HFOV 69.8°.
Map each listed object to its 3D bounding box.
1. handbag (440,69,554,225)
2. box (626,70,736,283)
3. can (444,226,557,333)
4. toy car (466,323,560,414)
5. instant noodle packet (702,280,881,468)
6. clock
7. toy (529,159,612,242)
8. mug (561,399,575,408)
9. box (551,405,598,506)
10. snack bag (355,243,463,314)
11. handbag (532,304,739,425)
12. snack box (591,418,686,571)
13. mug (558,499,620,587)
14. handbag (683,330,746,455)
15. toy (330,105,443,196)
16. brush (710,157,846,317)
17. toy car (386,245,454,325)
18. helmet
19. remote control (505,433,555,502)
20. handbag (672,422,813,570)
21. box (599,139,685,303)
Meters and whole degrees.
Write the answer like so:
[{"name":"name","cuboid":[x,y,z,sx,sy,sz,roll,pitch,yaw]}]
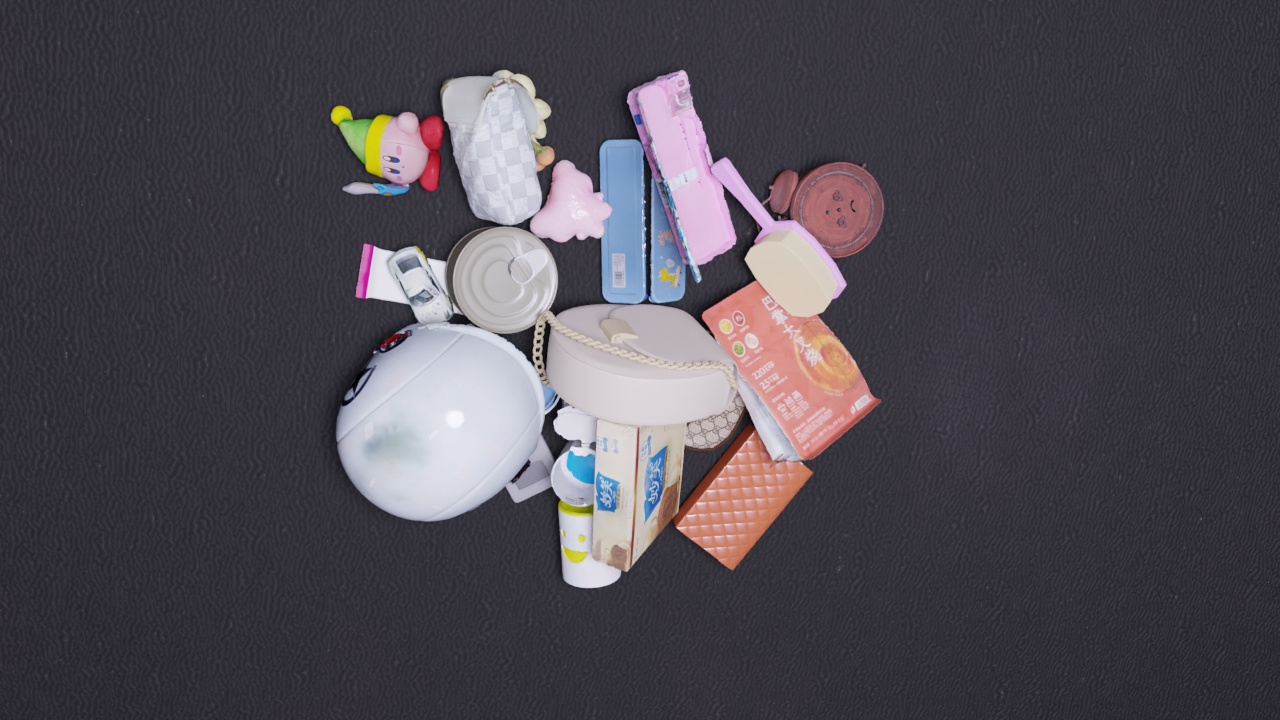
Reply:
[{"name":"handbag","cuboid":[-0.162,-0.254,1.098,0.123,0.113,0.172,-27,120,-35]},{"name":"box","cuboid":[0.041,-0.217,1.108,0.066,0.158,0.230,-8,115,30]},{"name":"can","cuboid":[-0.173,-0.101,1.128,0.127,0.073,0.128,-4,101,-21]},{"name":"toy car","cuboid":[-0.174,0.017,1.171,0.153,0.055,0.056,34,56,-2]},{"name":"instant noodle packet","cuboid":[0.187,0.002,1.174,0.164,0.084,0.221,-32,94,-33]},{"name":"clock","cuboid":[0.227,-0.190,1.173,0.157,0.072,0.120,-14,103,-4]},{"name":"toy","cuboid":[-0.083,-0.192,1.148,0.093,0.050,0.102,21,96,2]},{"name":"mug","cuboid":[-0.057,0.055,1.201,0.089,0.073,0.105,3,130,-7]},{"name":"box","cuboid":[-0.071,0.111,1.172,0.083,0.136,0.144,11,100,2]},{"name":"snack bag","cuboid":[-0.257,-0.096,1.167,0.196,0.016,0.070,10,97,-9]},{"name":"handbag","cuboid":[-0.006,0.006,1.093,0.208,0.210,0.103,-1,116,-21]},{"name":"snack box","cuboid":[0.001,0.138,1.156,0.055,0.152,0.208,15,118,23]},{"name":"mug","cuboid":[-0.067,0.238,1.229,0.082,0.082,0.106,-3,104,-6]},{"name":"handbag","cuboid":[0.074,0.041,1.221,0.138,0.063,0.167,28,103,6]},{"name":"toy","cuboid":[-0.307,-0.257,1.108,0.131,0.096,0.124,1,141,-14]},{"name":"brush","cuboid":[0.160,-0.150,1.138,0.228,0.089,0.043,48,58,-14]},{"name":"toy car","cuboid":[-0.273,-0.091,1.141,0.048,0.033,0.105,-29,103,-3]},{"name":"helmet","cuboid":[-0.250,0.088,1.103,0.265,0.163,0.236,-31,108,27]},{"name":"remote control","cuboid":[-0.168,0.111,1.221,0.074,0.019,0.151,-26,104,0]},{"name":"handbag","cuboid":[0.139,0.186,1.251,0.109,0.060,0.172,38,93,-7]},{"name":"box","cuboid":[0.007,-0.176,1.164,0.120,0.049,0.210,-2,103,-7]}]
